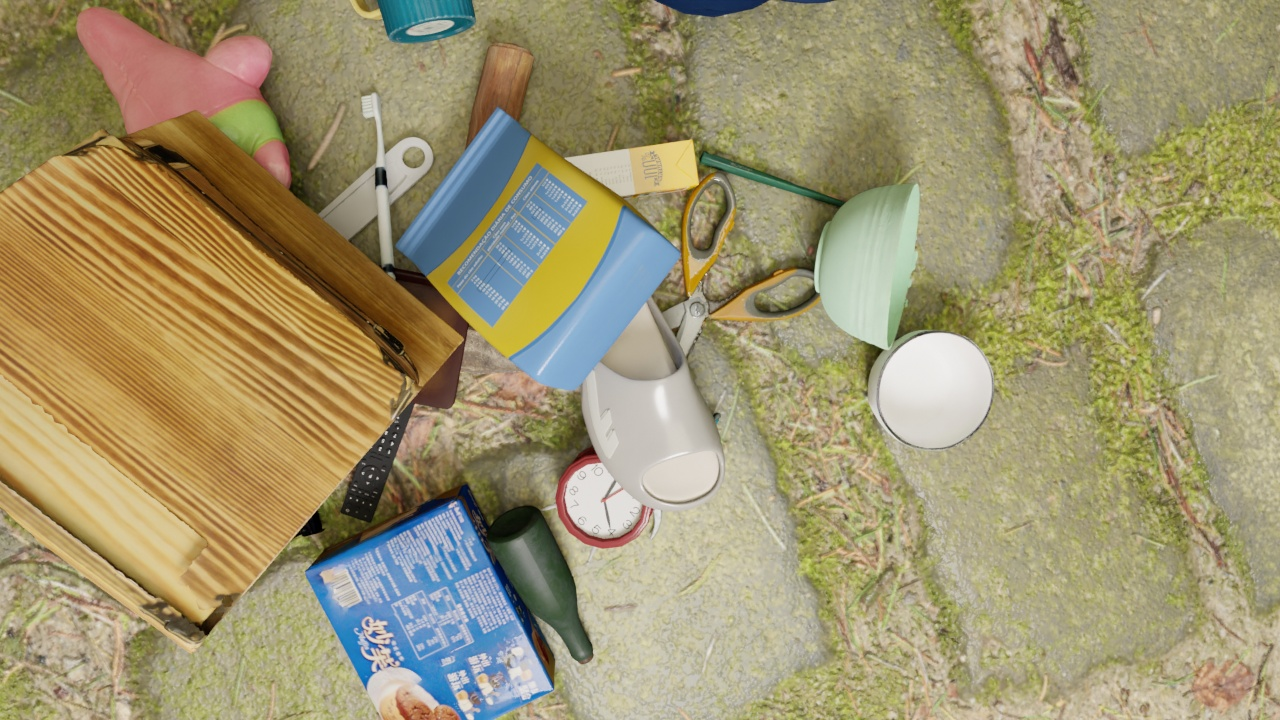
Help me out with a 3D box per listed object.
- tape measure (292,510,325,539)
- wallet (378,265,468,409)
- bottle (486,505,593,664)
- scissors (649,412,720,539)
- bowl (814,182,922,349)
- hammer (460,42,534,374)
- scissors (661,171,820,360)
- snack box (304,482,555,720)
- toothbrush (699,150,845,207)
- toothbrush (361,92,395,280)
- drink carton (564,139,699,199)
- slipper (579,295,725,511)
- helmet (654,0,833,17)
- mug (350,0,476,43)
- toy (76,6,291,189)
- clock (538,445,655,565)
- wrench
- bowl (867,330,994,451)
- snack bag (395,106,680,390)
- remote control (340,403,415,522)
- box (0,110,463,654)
[{"bbox_3d":[-0.333,0.139,0.851,0.061,0.034,0.062,-17,97,-2],"label":"tape measure"},{"bbox_3d":[-0.198,-0.020,0.819,0.091,0.018,0.115,11,94,-6],"label":"wallet"},{"bbox_3d":[-0.085,0.221,0.871,0.055,0.055,0.174,-25,114,-3],"label":"bottle"},{"bbox_3d":[0.024,0.095,0.890,0.124,0.019,0.154,-14,100,-2],"label":"scissors"},{"bbox_3d":[0.204,-0.089,0.836,0.077,0.150,0.151,11,96,21],"label":"bowl"},{"bbox_3d":[-0.140,-0.137,0.838,0.158,0.037,0.301,10,95,-7],"label":"hammer"},{"bbox_3d":[0.077,-0.059,0.879,0.216,0.016,0.225,17,99,-8],"label":"scissors"},{"bbox_3d":[-0.191,0.242,0.859,0.155,0.069,0.203,-25,98,-3],"label":"snack box"},{"bbox_3d":[0.148,-0.168,0.874,0.189,0.016,0.017,16,97,-7],"label":"toothbrush"},{"bbox_3d":[-0.232,-0.150,0.815,0.017,0.012,0.186,-9,79,10],"label":"toothbrush"},{"bbox_3d":[-0.014,-0.169,0.836,0.122,0.058,0.040,-9,97,-5],"label":"drink carton"},{"bbox_3d":[-0.005,0.005,0.811,0.112,0.081,0.265,-19,78,-13],"label":"slipper"},{"bbox_3d":[0.075,-0.384,0.739,0.272,0.223,0.231,31,68,1],"label":"helmet"},{"bbox_3d":[-0.206,-0.335,0.796,0.114,0.083,0.107,-9,102,24],"label":"mug"},{"bbox_3d":[-0.390,-0.206,0.781,0.192,0.096,0.236,-42,89,13],"label":"toy"},{"bbox_3d":[-0.023,0.118,0.860,0.138,0.048,0.096,-43,90,13],"label":"clock"},{"bbox_3d":[-0.304,-0.115,0.836,0.273,0.018,0.086,-43,97,-1],"label":"wrench"},{"bbox_3d":[0.271,0.026,0.884,0.116,0.065,0.116,-1,96,-6],"label":"bowl"},{"bbox_3d":[-0.095,-0.097,0.769,0.205,0.102,0.159,40,97,17],"label":"snack bag"},{"bbox_3d":[-0.245,0.084,0.866,0.030,0.009,0.140,21,94,-8],"label":"remote control"},{"bbox_3d":[-0.329,0.013,0.640,0.279,0.322,0.285,42,118,-8],"label":"box"}]
